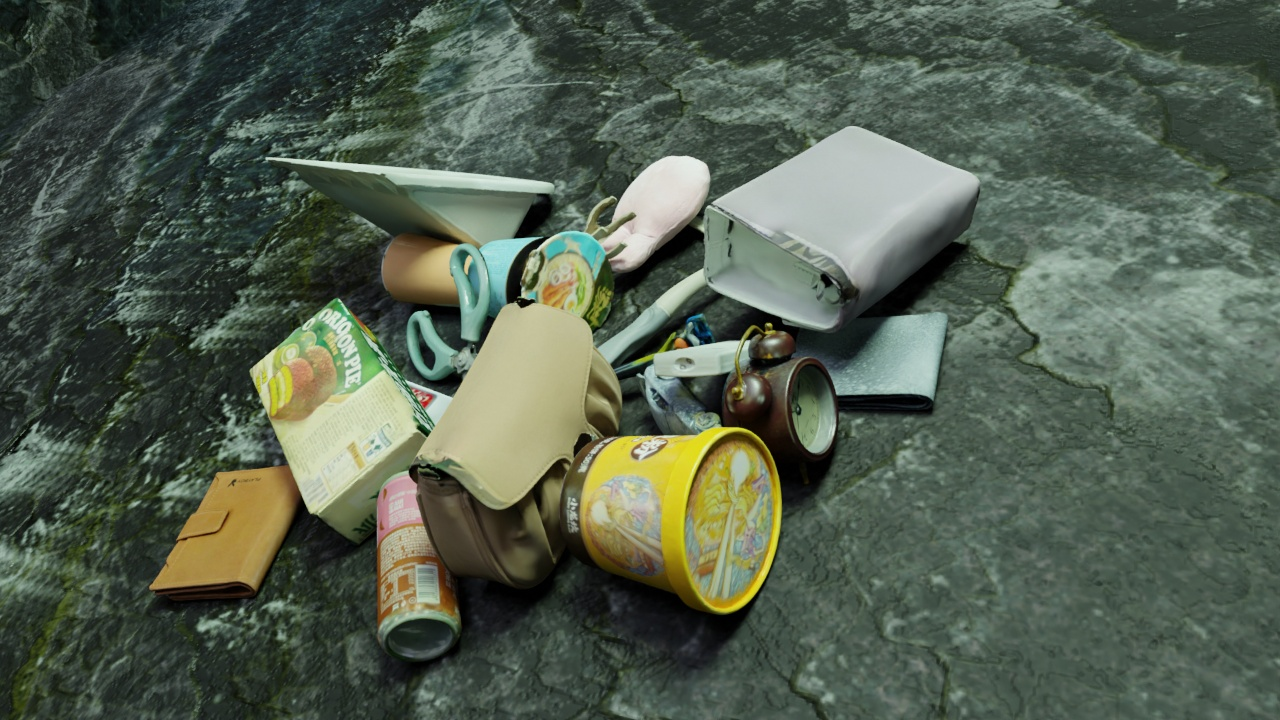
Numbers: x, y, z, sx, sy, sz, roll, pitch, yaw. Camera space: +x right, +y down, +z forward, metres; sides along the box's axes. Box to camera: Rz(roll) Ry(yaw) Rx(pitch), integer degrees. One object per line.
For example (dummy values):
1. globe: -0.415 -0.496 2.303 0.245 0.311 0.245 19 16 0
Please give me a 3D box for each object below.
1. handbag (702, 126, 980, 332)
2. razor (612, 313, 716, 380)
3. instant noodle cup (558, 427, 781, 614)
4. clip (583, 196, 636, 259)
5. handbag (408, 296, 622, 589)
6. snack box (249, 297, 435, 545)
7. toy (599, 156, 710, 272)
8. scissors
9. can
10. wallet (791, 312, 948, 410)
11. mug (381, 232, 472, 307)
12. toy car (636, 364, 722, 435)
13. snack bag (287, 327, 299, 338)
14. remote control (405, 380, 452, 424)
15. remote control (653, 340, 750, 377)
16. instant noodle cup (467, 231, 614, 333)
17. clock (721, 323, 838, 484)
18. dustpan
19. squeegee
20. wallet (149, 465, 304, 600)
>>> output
1. handbag: 0.168 -0.109 0.770 0.145 0.099 0.196 28 49 37
2. razor: -0.005 0.005 0.782 0.143 0.043 0.022 -20 28 9
3. instant noodle cup: 0.017 0.101 0.619 0.115 0.118 0.118 1 44 39
4. clip: -0.049 -0.111 0.903 0.104 0.035 0.089 -39 33 28
5. handbag: -0.081 0.060 0.681 0.100 0.148 0.204 0 49 29
6. snack box: -0.268 0.047 0.832 0.114 0.063 0.240 -42 44 -6
7. toy: 0.007 -0.148 0.946 0.159 0.054 0.121 -51 30 -14
8. scissors: -0.186 -0.018 0.890 0.177 0.019 0.174 -25 66 41
9. can: -0.169 0.152 0.693 0.058 0.058 0.147 -22 39 1
10. wallet: 0.177 0.000 0.729 0.121 0.019 0.097 -1 42 27
11. mug: -0.205 -0.091 0.980 0.123 0.078 0.078 12 51 30
12. toy car: 0.035 0.047 0.715 0.036 0.054 0.120 -30 40 -11
13. snack bag: -0.380 -0.011 1.009 0.045 0.026 0.105 -10 39 30
14. remote control: -0.230 0.044 0.876 0.136 0.020 0.055 16 52 39
15. remote control: 0.066 -0.002 0.721 0.056 0.019 0.134 -1 5 30
16. instant noodle cup: -0.106 -0.075 0.892 0.121 0.111 0.111 15 52 45
17. clock: 0.096 0.028 0.656 0.055 0.122 0.081 -6 41 40
18. dustpan: -0.229 -0.207 1.030 0.223 0.257 0.142 15 76 38
19. squeegee: 0.028 -0.045 0.836 0.246 0.039 0.246 -36 40 -14
20. wallet: -0.358 0.150 0.813 0.108 0.031 0.131 -7 40 17
